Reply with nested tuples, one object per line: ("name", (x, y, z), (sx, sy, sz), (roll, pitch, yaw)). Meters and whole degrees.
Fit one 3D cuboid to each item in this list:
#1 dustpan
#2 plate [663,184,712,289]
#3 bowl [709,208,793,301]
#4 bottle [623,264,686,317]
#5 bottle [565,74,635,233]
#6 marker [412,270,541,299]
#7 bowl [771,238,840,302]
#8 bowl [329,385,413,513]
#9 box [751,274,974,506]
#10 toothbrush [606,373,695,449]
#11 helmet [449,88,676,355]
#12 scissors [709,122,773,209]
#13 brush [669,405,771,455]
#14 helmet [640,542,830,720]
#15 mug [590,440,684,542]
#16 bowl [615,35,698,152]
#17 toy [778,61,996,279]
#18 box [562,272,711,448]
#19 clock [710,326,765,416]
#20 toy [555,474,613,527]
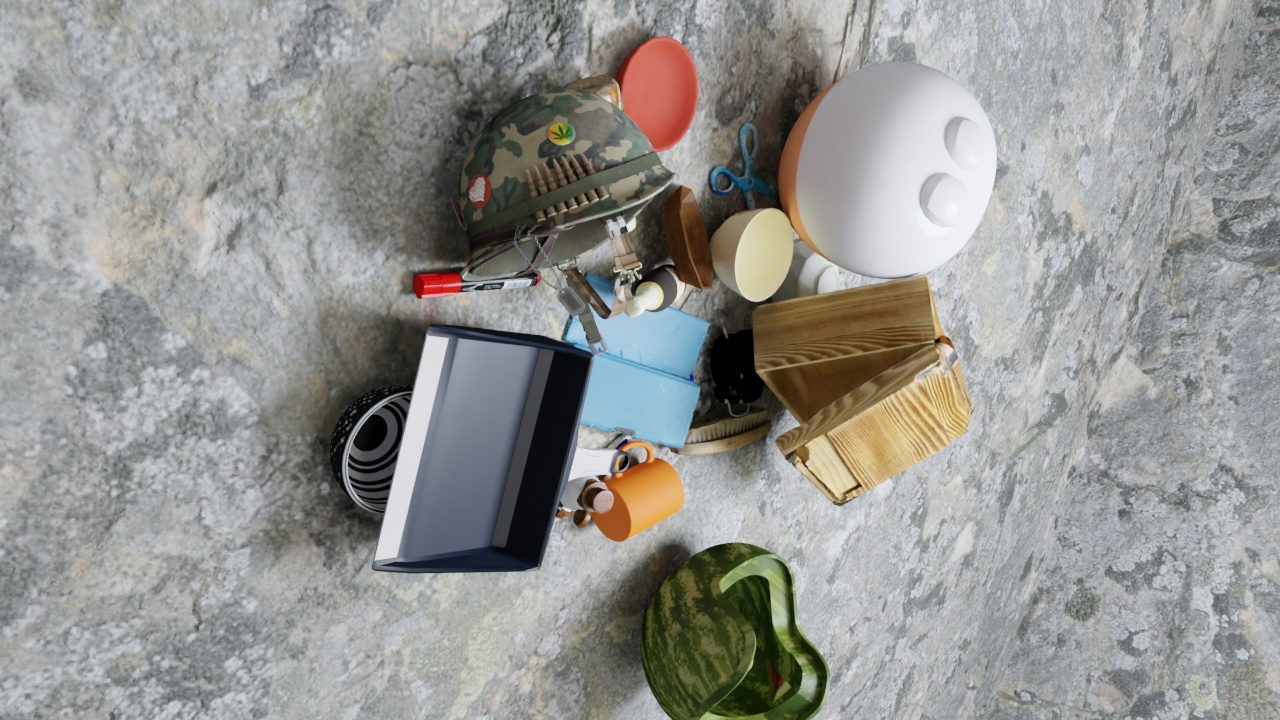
("dustpan", (-0.114, 0.096, 0.919), (0.272, 0.080, 0.236), (5, 102, -59))
("plate", (0.056, -0.142, 1.089), (0.131, 0.025, 0.131), (-11, 90, -73))
("bowl", (0.131, -0.141, 1.173), (0.117, 0.074, 0.118), (-21, 120, -41))
("bottle", (0.013, -0.074, 1.031), (0.184, 0.045, 0.045), (-43, 142, -71))
("bottle", (-0.036, -0.214, 0.975), (0.059, 0.059, 0.167), (-37, 130, -31))
("marker", (-0.161, -0.079, 0.927), (0.144, 0.021, 0.023), (-10, 105, -44))
("bowl", (0.246, -0.113, 1.319), (0.117, 0.061, 0.117), (-19, 118, -41))
("bowl", (-0.243, 0.077, 0.870), (0.119, 0.066, 0.120), (-21, 120, -41))
("box", (0.318, 0.051, 1.235), (0.279, 0.259, 0.220), (43, 40, -56))
("toothbrush", (0.008, 0.075, 1.177), (0.186, 0.015, 0.016), (-40, 130, -28))
("helmet", (-0.069, -0.130, 0.868), (0.224, 0.193, 0.236), (-41, 96, -18))
("scissors", (0.130, -0.230, 1.185), (0.127, 0.012, 0.137), (-40, 133, -30))
("brush", (0.112, 0.096, 1.265), (0.194, 0.059, 0.043), (-11, 102, -42))
("helmet", (0.113, 0.380, 1.247), (0.213, 0.246, 0.244), (32, 121, -32))
("mug", (-0.007, 0.158, 1.153), (0.095, 0.078, 0.113), (-21, 108, -41))
("bowl", (0.011, -0.294, 1.011), (0.121, 0.035, 0.122), (-20, 120, -41))
("toy", (0.306, -0.236, 1.172), (0.265, 0.281, 0.262), (25, 86, -29))
("box", (-0.007, 0.006, 1.112), (0.231, 0.033, 0.174), (17, 88, -45))
("clock", (0.133, 0.016, 1.242), (0.091, 0.043, 0.120), (-3, 91, -53))
("toy", (-0.068, 0.148, 1.058), (0.067, 0.113, 0.087), (31, 83, -37))
